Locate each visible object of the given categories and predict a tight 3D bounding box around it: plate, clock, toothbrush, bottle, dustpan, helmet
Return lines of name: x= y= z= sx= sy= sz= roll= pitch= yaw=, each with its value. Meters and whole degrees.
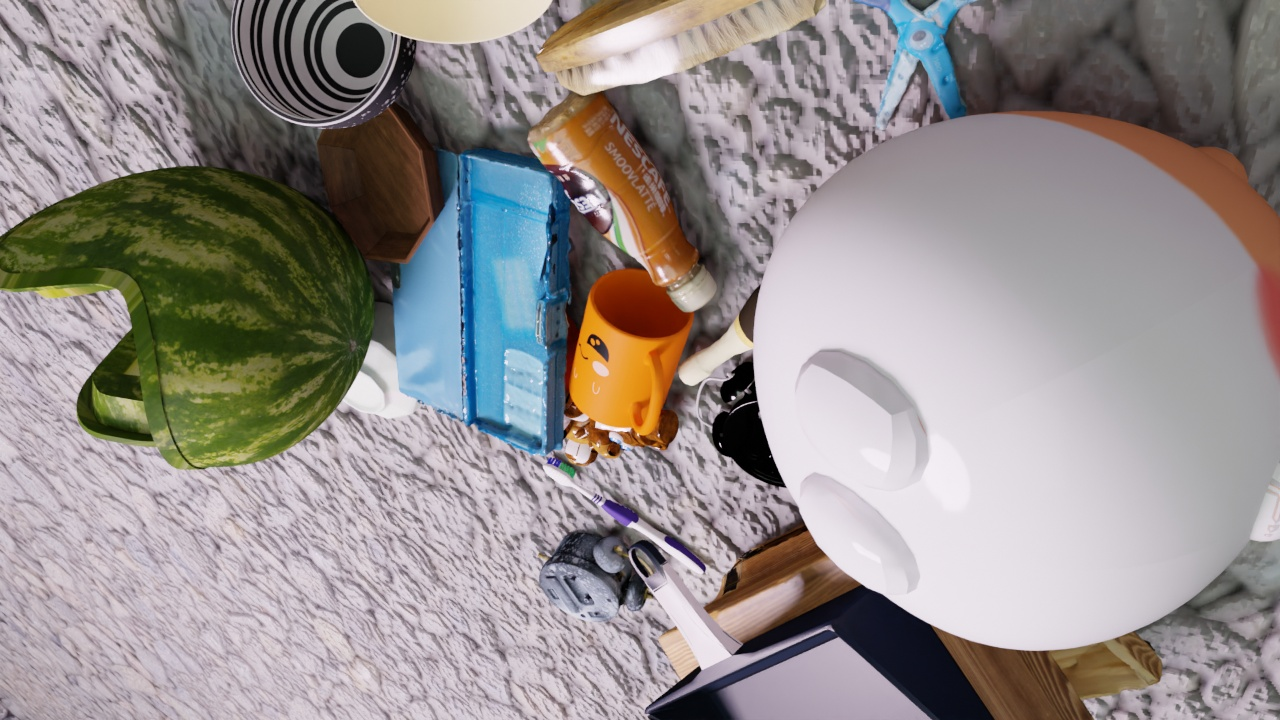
plate: x=-0.192 y=-0.137 z=0.692 sx=0.131 sy=0.025 sz=0.131 roll=17 pitch=119 yaw=34
clock: x=-0.043 y=0.217 z=0.922 sx=0.130 sy=0.052 sz=0.090 roll=-10 pitch=122 yaw=34
clock: x=0.100 y=0.047 z=0.710 sx=0.121 sy=0.042 sz=0.091 roll=18 pitch=133 yaw=13
toothbrush: x=-0.014 y=0.148 z=0.874 sx=0.186 sy=0.016 sz=0.015 roll=34 pitch=135 yaw=-6
bottle: x=0.089 y=-0.029 z=0.648 sx=0.045 sy=0.045 sz=0.185 roll=43 pitch=134 yaw=-11
bottle: x=-0.006 y=-0.104 z=0.625 sx=0.059 sy=0.059 sz=0.167 roll=-21 pitch=118 yaw=38
dustpan: x=0.093 y=0.228 z=0.626 sx=0.273 sy=0.080 sz=0.237 roll=57 pitch=139 yaw=13
helmet: x=-0.331 y=-0.037 z=0.719 sx=0.247 sy=0.242 sz=0.214 roll=20 pitch=137 yaw=18

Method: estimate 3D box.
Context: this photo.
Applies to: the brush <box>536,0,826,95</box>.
brush: x=0.025 y=-0.199 z=0.529 sx=0.196 sy=0.059 sz=0.043 roll=-9 pitch=134 yaw=31

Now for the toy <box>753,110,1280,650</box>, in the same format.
toy: x=0.202 y=0.003 z=0.470 sx=0.266 sy=0.280 sz=0.263 roll=39 pitch=147 yaw=47

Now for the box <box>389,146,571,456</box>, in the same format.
box: x=-0.132 y=-0.052 z=0.717 sx=0.175 sy=0.033 sz=0.232 roll=19 pitch=120 yaw=26

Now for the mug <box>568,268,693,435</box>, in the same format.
mug: x=-0.004 y=0.004 z=0.682 sx=0.077 sy=0.112 sz=0.096 roll=-3 pitch=137 yaw=-19

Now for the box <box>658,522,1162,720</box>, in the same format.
box: x=0.199 y=0.227 z=0.733 sx=0.258 sy=0.220 sz=0.280 roll=57 pitch=140 yaw=10

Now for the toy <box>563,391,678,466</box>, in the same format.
toy: x=-0.023 y=0.054 z=0.766 sx=0.113 sy=0.067 sz=0.087 roll=7 pitch=156 yaw=38

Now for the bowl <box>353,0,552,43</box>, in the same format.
bowl: x=-0.112 y=-0.250 z=0.537 sx=0.118 sy=0.117 sz=0.074 roll=-14 pitch=78 yaw=35

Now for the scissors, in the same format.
scissors: x=0.146 y=-0.190 z=0.508 sx=0.127 sy=0.012 sz=0.138 roll=24 pitch=136 yaw=7

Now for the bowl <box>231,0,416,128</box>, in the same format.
bowl: x=-0.202 y=-0.215 z=0.618 sx=0.120 sy=0.066 sz=0.120 roll=1 pitch=97 yaw=12

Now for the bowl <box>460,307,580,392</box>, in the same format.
bowl: x=-0.106 y=-0.005 z=0.777 sx=0.122 sy=0.035 sz=0.122 roll=14 pitch=132 yaw=16

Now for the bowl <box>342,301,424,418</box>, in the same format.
bowl: x=-0.243 y=0.009 z=0.842 sx=0.117 sy=0.061 sz=0.118 roll=14 pitch=133 yaw=15
